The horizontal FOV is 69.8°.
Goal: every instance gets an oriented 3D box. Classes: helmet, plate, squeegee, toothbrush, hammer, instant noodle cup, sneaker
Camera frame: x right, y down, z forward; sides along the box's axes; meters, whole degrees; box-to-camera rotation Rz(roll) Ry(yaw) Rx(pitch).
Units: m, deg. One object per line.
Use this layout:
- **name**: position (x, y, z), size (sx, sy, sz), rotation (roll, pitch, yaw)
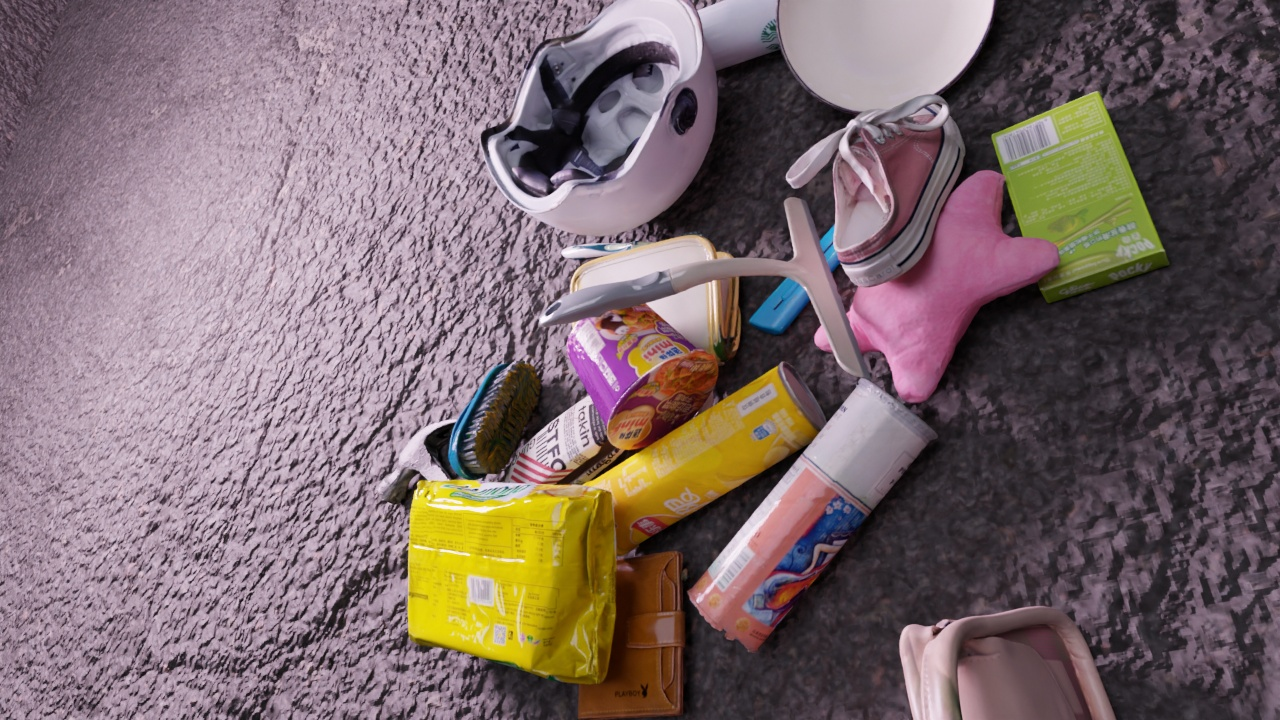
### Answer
- **helmet**: position (-0.018, -0.233, 0.936), size (0.229, 0.146, 0.258), rotation (28, 81, 41)
- **plate**: position (0.221, -0.318, 0.831), size (0.193, 0.039, 0.192), rotation (3, 98, 21)
- **squeegee**: position (0.035, -0.061, 0.746), size (0.246, 0.039, 0.246), rotation (-8, 41, 4)
- **toothbrush**: position (-0.012, -0.120, 0.959), size (0.192, 0.018, 0.016), rotation (0, 68, 37)
- **hammer**: position (-0.157, 0.169, 0.910), size (0.126, 0.032, 0.323), rotation (-54, 48, 3)
- **instant noodle cup**: position (-0.005, 0.005, 0.791), size (0.112, 0.111, 0.099), rotation (-44, 57, 9)
- **sneaker**: position (0.192, -0.158, 0.728), size (0.119, 0.088, 0.240), rotation (-21, 28, 39)

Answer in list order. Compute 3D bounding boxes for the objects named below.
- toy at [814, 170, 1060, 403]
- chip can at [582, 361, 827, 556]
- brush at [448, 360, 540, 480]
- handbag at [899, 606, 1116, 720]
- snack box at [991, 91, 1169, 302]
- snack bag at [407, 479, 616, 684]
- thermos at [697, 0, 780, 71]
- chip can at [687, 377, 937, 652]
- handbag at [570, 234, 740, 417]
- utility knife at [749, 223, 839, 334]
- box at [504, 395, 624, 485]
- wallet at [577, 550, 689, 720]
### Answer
- **toy**: position (0.224, -0.070, 0.723), size (0.194, 0.074, 0.178), rotation (-49, 36, 4)
- **chip can**: position (0.049, 0.084, 0.772), size (0.214, 0.072, 0.072), rotation (-34, 51, 18)
- **brush**: position (-0.155, 0.061, 0.928), size (0.074, 0.055, 0.143), rotation (-16, 37, 35)
- **handbag**: position (0.194, 0.220, 0.485), size (0.094, 0.234, 0.193), rotation (-24, 55, 27)
- **snack box**: position (0.331, -0.126, 0.702), size (0.086, 0.026, 0.156), rotation (-21, 56, 27)
- **snack bag**: position (-0.119, 0.185, 0.789), size (0.247, 0.068, 0.158), rotation (-5, 83, 42)
- **thermos**: position (0.145, -0.349, 0.928), size (0.225, 0.073, 0.073), rotation (-8, 63, 33)
- **chip can**: position (0.128, 0.117, 0.698), size (0.215, 0.071, 0.071), rotation (-51, 48, 4)
- **handbag**: position (0.017, -0.016, 0.867), size (0.164, 0.063, 0.178), rotation (-10, 77, 33)
- **utility knife**: position (0.161, -0.089, 0.816), size (0.166, 0.018, 0.034), rotation (-50, 48, 3)
- **box**: position (-0.075, 0.085, 0.863), size (0.165, 0.064, 0.074), rotation (-40, 66, 26)
- **wallet**: position (-0.001, 0.229, 0.766), size (0.119, 0.035, 0.130), rotation (-19, 57, 35)
